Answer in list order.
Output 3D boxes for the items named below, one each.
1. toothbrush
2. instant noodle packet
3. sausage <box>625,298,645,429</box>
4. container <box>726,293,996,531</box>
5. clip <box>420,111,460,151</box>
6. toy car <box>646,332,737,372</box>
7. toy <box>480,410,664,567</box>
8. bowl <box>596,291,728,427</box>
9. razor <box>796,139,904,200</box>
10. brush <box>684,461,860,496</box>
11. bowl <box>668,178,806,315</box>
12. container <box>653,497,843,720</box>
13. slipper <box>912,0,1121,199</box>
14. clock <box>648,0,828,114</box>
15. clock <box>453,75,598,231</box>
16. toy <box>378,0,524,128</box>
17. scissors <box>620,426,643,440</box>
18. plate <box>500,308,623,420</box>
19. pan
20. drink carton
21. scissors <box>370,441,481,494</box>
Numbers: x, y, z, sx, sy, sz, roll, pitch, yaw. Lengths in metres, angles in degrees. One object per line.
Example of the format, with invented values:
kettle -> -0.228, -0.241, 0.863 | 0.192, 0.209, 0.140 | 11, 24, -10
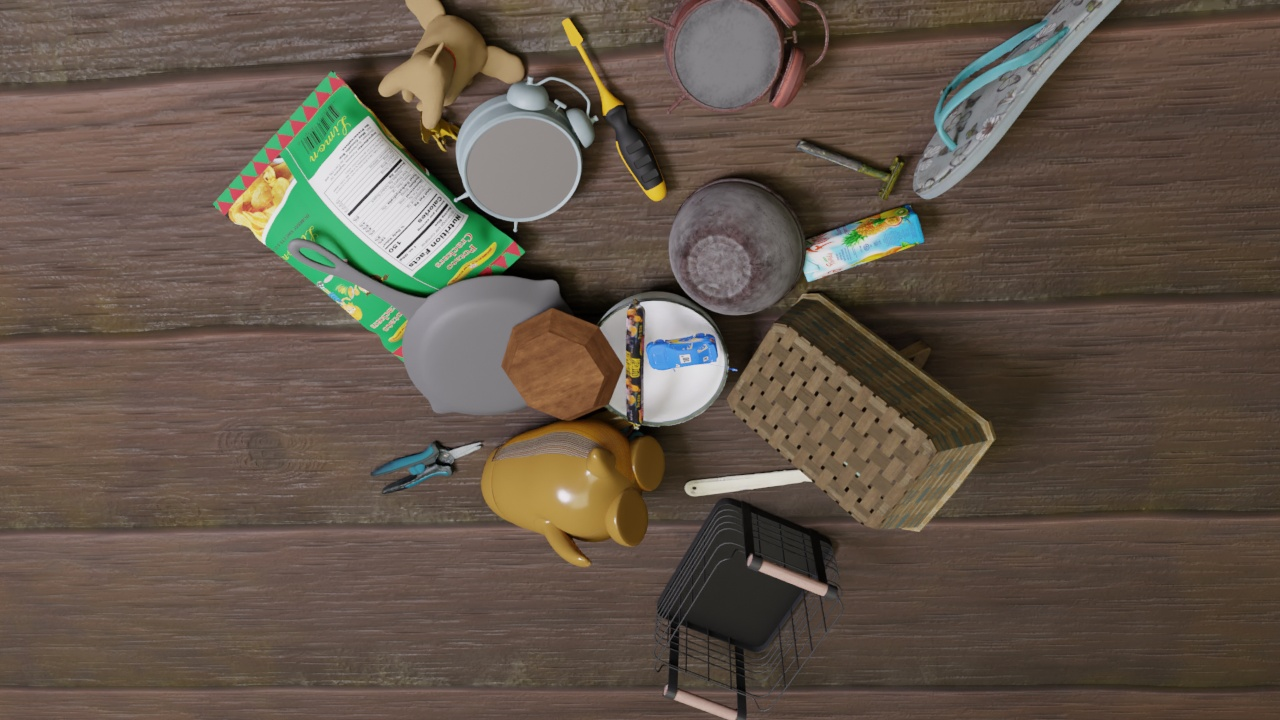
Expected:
toothbrush -> -0.025, -0.245, 0.908 | 0.031, 0.031, 0.197 | -30, 110, 1
instant noodle packet -> -0.278, -0.136, 0.947 | 0.196, 0.090, 0.252 | -39, 113, 19
sausage -> -0.006, 0.006, 0.960 | 0.020, 0.020, 0.155 | 2, 118, 3
container -> 0.235, 0.051, 0.973 | 0.250, 0.186, 0.158 | 42, 119, 24
clip -> -0.208, -0.230, 0.926 | 0.039, 0.053, 0.047 | -28, 141, 18
toy car -> 0.051, 0.001, 0.930 | 0.092, 0.061, 0.033 | -9, 117, 8
toy -> -0.089, 0.142, 1.051 | 0.204, 0.198, 0.162 | -4, 142, 33
bowl -> 0.019, -0.010, 1.003 | 0.153, 0.072, 0.154 | 2, 117, 4
razor -> 0.207, -0.199, 0.921 | 0.106, 0.026, 0.043 | 20, 119, -2
brush -> 0.161, 0.143, 1.107 | 0.218, 0.012, 0.033 | -8, 116, 10
bowl -> 0.089, -0.105, 0.929 | 0.145, 0.067, 0.145 | 10, 118, 19
container -> 0.128, 0.307, 1.126 | 0.163, 0.130, 0.242 | 23, 117, -8
slipper -> 0.334, -0.269, 0.839 | 0.054, 0.098, 0.269 | 37, 105, -15
clock -> 0.094, -0.292, 0.851 | 0.158, 0.072, 0.121 | -9, 116, 9
clock -> -0.111, -0.207, 0.902 | 0.122, 0.045, 0.160 | 24, 121, -33
toy -> -0.189, -0.278, 0.865 | 0.134, 0.108, 0.106 | 35, 131, -14
scissors -> -0.038, 0.129, 1.115 | 0.063, 0.015, 0.139 | 26, 122, -5
plate -> -0.087, 0.011, 0.968 | 0.131, 0.025, 0.131 | 5, 119, 10
pan -> -0.206, -0.033, 0.969 | 0.354, 0.024, 0.217 | 30, 116, -33
drink carton -> 0.223, -0.120, 0.947 | 0.129, 0.044, 0.038 | -19, 114, 12
scissors -> -0.267, 0.124, 1.123 | 0.137, 0.019, 0.130 | 19, 117, -8
